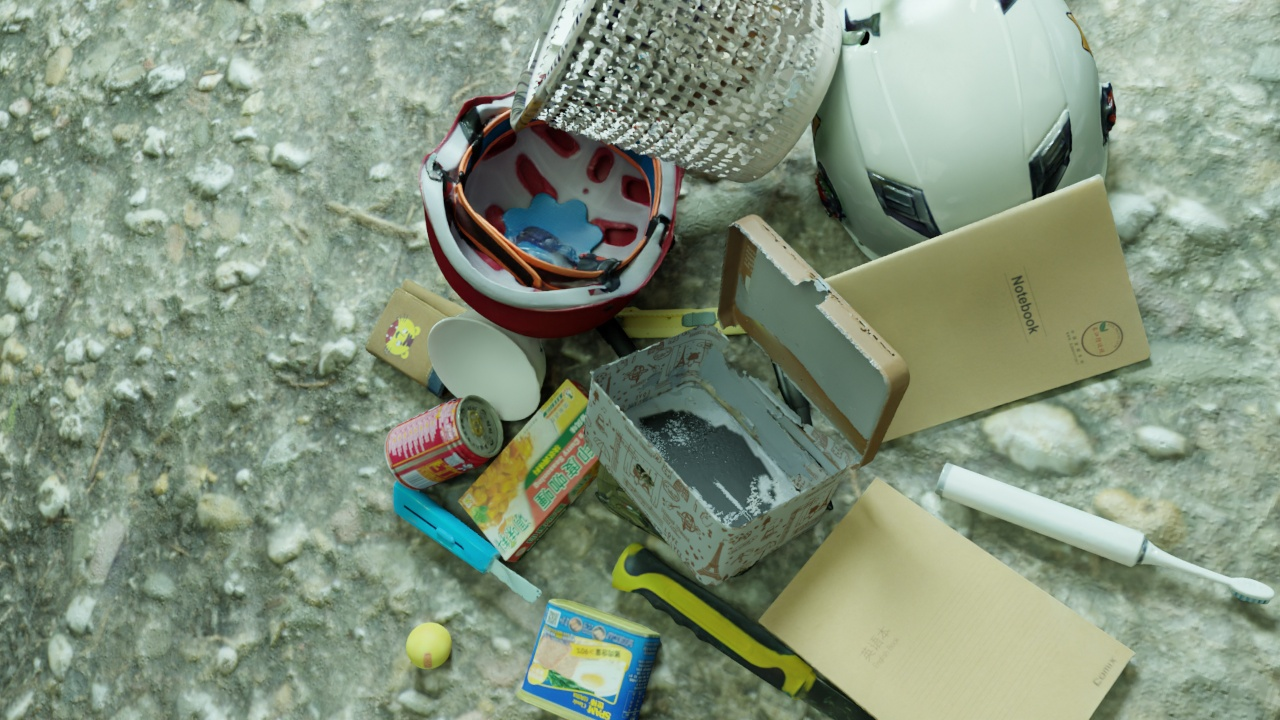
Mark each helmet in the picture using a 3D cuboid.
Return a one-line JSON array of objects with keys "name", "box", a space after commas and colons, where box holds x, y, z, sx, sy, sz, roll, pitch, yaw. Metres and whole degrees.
[{"name": "helmet", "box": [0.234, -0.201, 0.699, 0.230, 0.156, 0.273, -13, 72, 20]}, {"name": "helmet", "box": [-0.075, -0.122, 0.789, 0.207, 0.144, 0.239, 32, 61, 3]}]

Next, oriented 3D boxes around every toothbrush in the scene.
[{"name": "toothbrush", "box": [0.125, 0.020, 0.758, 0.027, 0.026, 0.212, -19, 77, 25]}, {"name": "toothbrush", "box": [0.322, 0.123, 0.652, 0.221, 0.026, 0.026, 20, 63, 26]}]

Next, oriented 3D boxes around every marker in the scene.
[{"name": "marker", "box": [-0.005, 0.005, 0.817, 0.022, 0.020, 0.132, -48, 67, 32]}]

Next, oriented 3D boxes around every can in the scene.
[{"name": "can", "box": [-0.180, 0.075, 0.846, 0.094, 0.066, 0.066, -24, 68, 27]}, {"name": "can", "box": [-0.041, 0.251, 0.757, 0.102, 0.057, 0.083, 12, 79, 25]}]

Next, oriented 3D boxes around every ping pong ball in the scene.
[{"name": "ping pong ball", "box": [-0.190, 0.257, 0.826, 0.040, 0.040, 0.040, -6, 74, 21]}]

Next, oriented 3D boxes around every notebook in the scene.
[{"name": "notebook", "box": [0.251, -0.030, 0.679, 0.208, 0.008, 0.148, -20, 111, 17]}, {"name": "notebook", "box": [0.214, 0.199, 0.659, 0.211, 0.012, 0.149, 36, 72, 27]}]

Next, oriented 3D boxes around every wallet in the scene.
[{"name": "wallet", "box": [-0.214, -0.024, 0.915, 0.115, 0.033, 0.090, 27, 89, 30]}]

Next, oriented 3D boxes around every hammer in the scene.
[{"name": "hammer", "box": [0.113, 0.237, 0.709, 0.323, 0.032, 0.126, 30, 89, 27]}]

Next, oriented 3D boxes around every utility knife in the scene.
[{"name": "utility knife", "box": [0.057, -0.036, 0.814, 0.207, 0.021, 0.031, -1, 82, 18]}, {"name": "utility knife", "box": [-0.160, 0.165, 0.831, 0.205, 0.018, 0.034, 25, 107, 35]}]

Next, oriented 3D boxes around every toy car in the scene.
[{"name": "toy car", "box": [0.033, 0.121, 0.768, 0.158, 0.042, 0.070, 26, 88, 24]}]

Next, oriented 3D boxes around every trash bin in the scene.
[{"name": "trash bin", "box": [0.033, -0.239, 0.691, 0.228, 0.192, 0.227, -54, 23, 36]}]

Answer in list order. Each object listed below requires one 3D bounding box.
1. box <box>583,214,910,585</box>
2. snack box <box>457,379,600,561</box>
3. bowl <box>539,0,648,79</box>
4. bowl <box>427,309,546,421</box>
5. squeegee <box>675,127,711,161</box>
[{"name": "box", "box": [0.074, 0.025, 0.674, 0.156, 0.194, 0.183, -25, 56, -29]}, {"name": "snack box", "box": [-0.088, 0.099, 0.831, 0.156, 0.027, 0.077, -48, 65, 6]}, {"name": "bowl", "box": [-0.056, -0.303, 0.886, 0.116, 0.066, 0.116, -7, 63, 13]}, {"name": "bowl", "box": [-0.130, -0.009, 0.847, 0.118, 0.118, 0.064, 9, 42, 24]}, {"name": "squeegee", "box": [-0.076, -0.141, 0.882, 0.248, 0.040, 0.249, 27, 89, 25]}]
